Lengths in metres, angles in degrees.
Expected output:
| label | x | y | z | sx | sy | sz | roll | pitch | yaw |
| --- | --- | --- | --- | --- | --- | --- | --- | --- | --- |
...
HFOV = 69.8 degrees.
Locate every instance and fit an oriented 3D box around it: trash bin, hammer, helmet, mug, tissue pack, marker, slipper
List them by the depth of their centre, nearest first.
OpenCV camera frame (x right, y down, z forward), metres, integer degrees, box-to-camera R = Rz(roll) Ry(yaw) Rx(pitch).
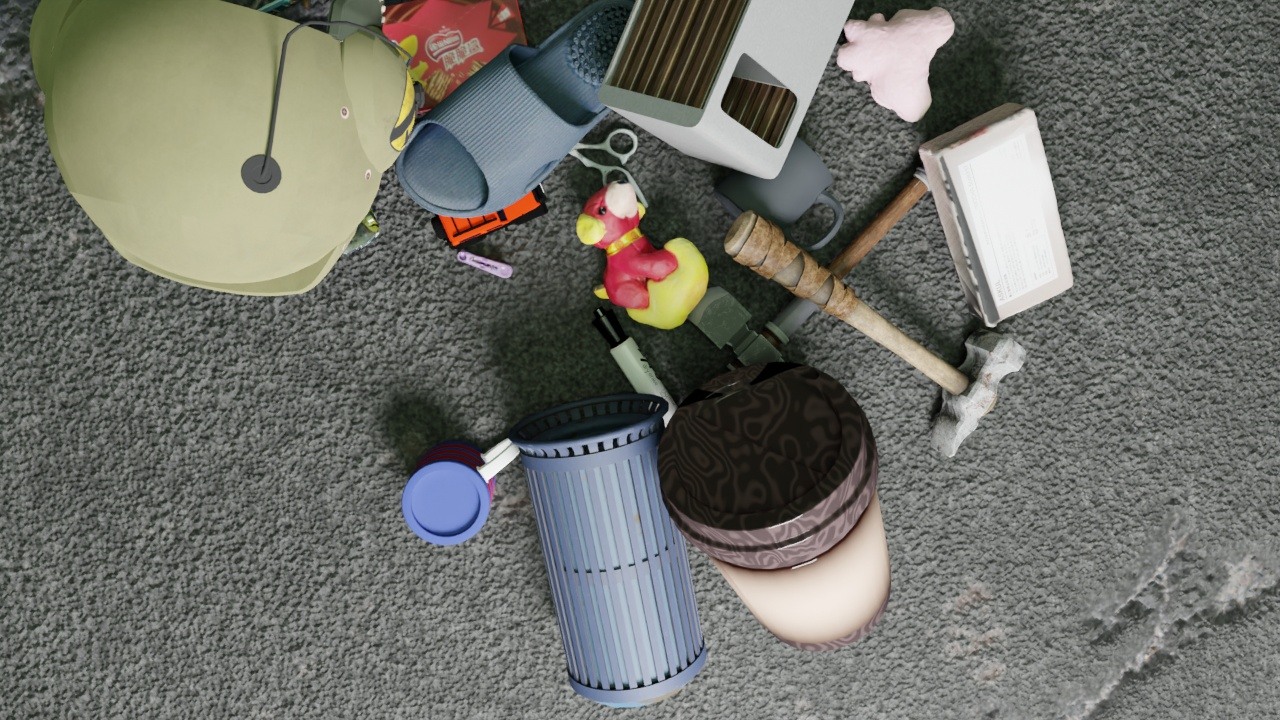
| label | x | y | z | sx | sy | sz | roll | pitch | yaw |
| --- | --- | --- | --- | --- | --- | --- | --- | --- | --- |
| helmet | -0.291 | -0.165 | 0.658 | 0.250 | 0.255 | 0.233 | 10 | 96 | -6 |
| trash bin | 0.082 | -0.283 | 0.737 | 0.114 | 0.114 | 0.229 | 16 | 99 | -50 |
| slipper | -0.080 | -0.213 | 0.747 | 0.263 | 0.083 | 0.101 | -41 | 99 | -14 |
| mug | 0.128 | -0.141 | 0.803 | 0.105 | 0.071 | 0.077 | 45 | 93 | 11 |
| hammer | 0.203 | -0.032 | 0.808 | 0.318 | 0.049 | 0.121 | 31 | 94 | -22 |
| trash bin | -0.023 | 0.168 | 0.812 | 0.139 | 0.139 | 0.249 | -11 | 101 | -3 |
| mug | -0.155 | 0.106 | 0.821 | 0.112 | 0.076 | 0.075 | -34 | 100 | 1 |
| tissue pack | 0.324 | -0.133 | 0.828 | 0.104 | 0.071 | 0.181 | -27 | 112 | 1 |
| hammer | 0.199 | -0.102 | 0.840 | 0.156 | 0.043 | 0.322 | 44 | 91 | -9 |
| marker | -0.005 | 0.005 | 0.844 | 0.025 | 0.025 | 0.126 | -33 | 100 | 1 |

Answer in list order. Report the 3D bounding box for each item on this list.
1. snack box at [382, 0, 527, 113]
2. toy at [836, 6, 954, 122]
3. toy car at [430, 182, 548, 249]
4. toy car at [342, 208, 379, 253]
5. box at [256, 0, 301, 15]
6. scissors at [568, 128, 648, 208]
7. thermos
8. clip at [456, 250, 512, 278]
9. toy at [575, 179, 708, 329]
| label | x | y | z | sx | sy | sz | roll | pitch | yaw |
| --- | --- | --- | --- | --- | --- | --- | --- | --- | --- |
| snack box | -0.164 | -0.267 | 0.790 | 0.133 | 0.021 | 0.089 | -14 | 100 | -2 |
| toy | 0.220 | -0.268 | 0.807 | 0.096 | 0.052 | 0.099 | 14 | 99 | -5 |
| toy car | -0.132 | -0.134 | 0.799 | 0.100 | 0.049 | 0.051 | -23 | 100 | -1 |
| toy car | -0.263 | -0.142 | 0.792 | 0.048 | 0.033 | 0.105 | -25 | 85 | -5 |
| box | -0.188 | -0.334 | 0.687 | 0.083 | 0.228 | 0.172 | 26 | 67 | -47 |
| scissors | -0.066 | -0.182 | 0.811 | 0.171 | 0.014 | 0.090 | 1 | 97 | -12 |
| thermos | 0.127 | 0.135 | 0.772 | 0.172 | 0.172 | 0.226 | -29 | 132 | 0 |
| clip | -0.139 | -0.086 | 0.817 | 0.053 | 0.037 | 0.013 | 21 | 95 | 6 |
| toy | -0.004 | -0.088 | 0.812 | 0.106 | 0.067 | 0.137 | -34 | 98 | 27 |
